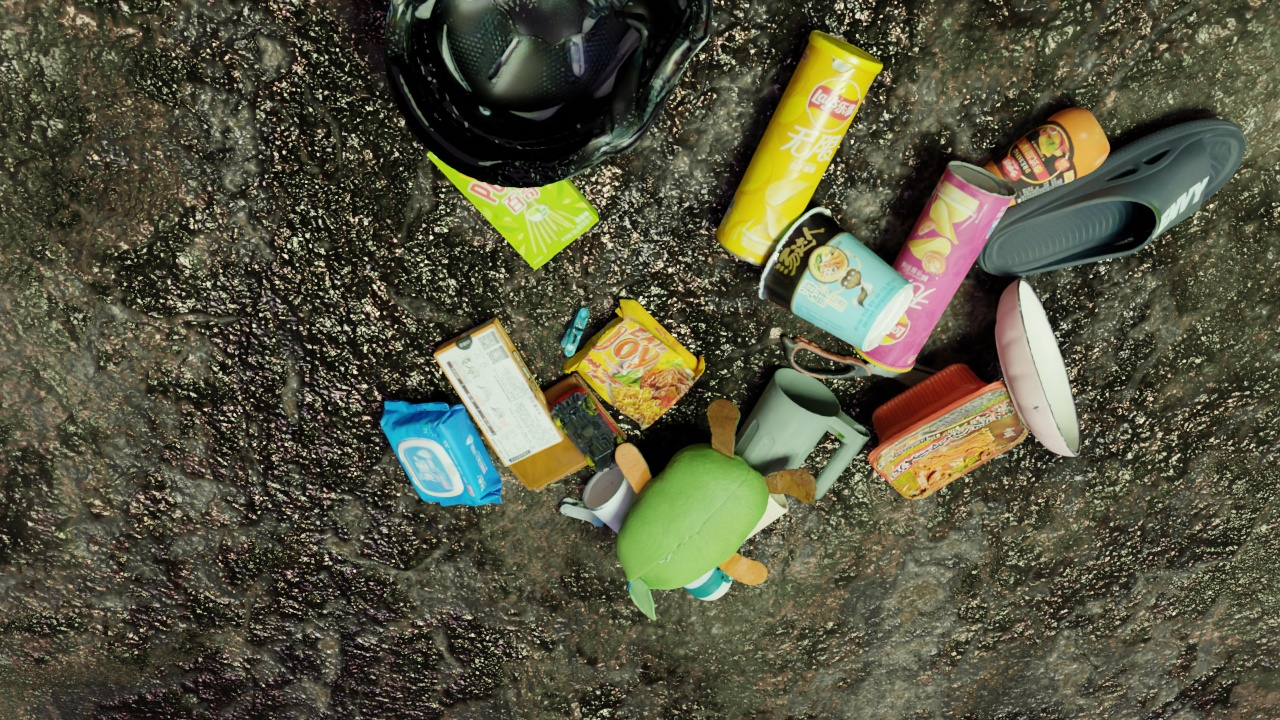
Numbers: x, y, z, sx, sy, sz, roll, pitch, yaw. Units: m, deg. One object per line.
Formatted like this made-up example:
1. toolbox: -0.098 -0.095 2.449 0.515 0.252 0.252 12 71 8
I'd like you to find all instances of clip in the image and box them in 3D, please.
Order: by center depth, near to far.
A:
1. clip: -0.069 -0.032 0.977 0.013 0.033 0.054 20 105 -20
2. clip: -0.070 0.182 1.114 0.058 0.042 0.026 14 121 -10

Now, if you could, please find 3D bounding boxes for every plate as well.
1. plate: 0.412 0.010 0.963 0.039 0.191 0.192 -19 124 31

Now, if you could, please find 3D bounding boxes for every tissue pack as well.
1. tissue pack: -0.219 0.108 1.015 0.095 0.052 0.157 -3 126 26

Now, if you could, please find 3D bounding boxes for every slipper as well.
1. slipper: 0.476 -0.141 0.918 0.268 0.083 0.111 -23 135 12

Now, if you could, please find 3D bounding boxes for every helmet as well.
1. helmet: -0.072 -0.288 0.740 0.230 0.156 0.275 30 125 -23

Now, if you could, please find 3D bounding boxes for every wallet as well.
1. wallet: -0.094 0.091 1.044 0.131 0.035 0.119 -31 118 13

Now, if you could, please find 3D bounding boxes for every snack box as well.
1. snack box: -0.121 -0.170 0.884 0.086 0.026 0.156 -35 118 15
2. snack box: -0.151 0.036 0.992 0.075 0.026 0.154 -25 109 11

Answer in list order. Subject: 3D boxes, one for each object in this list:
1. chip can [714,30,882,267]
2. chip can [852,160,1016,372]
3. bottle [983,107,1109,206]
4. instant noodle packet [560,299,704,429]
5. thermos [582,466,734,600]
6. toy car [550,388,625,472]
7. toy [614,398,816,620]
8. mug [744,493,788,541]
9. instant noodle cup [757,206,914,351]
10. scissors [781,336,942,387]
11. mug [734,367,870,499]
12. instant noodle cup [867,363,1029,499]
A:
1. chip can: 0.145 -0.196 0.868 0.072 0.072 0.214 17 120 -15
2. chip can: 0.288 -0.090 0.917 0.071 0.071 0.211 13 125 -13
3. bottle: 0.377 -0.187 0.905 0.150 0.066 0.067 -30 120 21
4. instant noodle packet: -0.006 0.006 0.996 0.128 0.044 0.111 38 107 -24
5. thermos: 0.029 0.214 1.113 0.073 0.073 0.224 -37 119 16
6. toy car: -0.055 0.077 1.007 0.049 0.031 0.106 -32 116 9
7. toy: 0.062 0.166 1.011 0.227 0.089 0.247 44 106 -3
8. mug: 0.118 0.179 1.100 0.106 0.081 0.114 -37 145 15
9. instant noodle cup: 0.196 -0.074 0.895 0.120 0.111 0.111 38 120 23
10. scissors: 0.267 -0.009 1.028 0.202 0.015 0.206 -19 121 6
11. mug: 0.177 0.085 1.025 0.124 0.083 0.104 38 120 16
12. instant noodle cup: 0.339 0.077 1.030 0.165 0.079 0.188 -32 144 14
